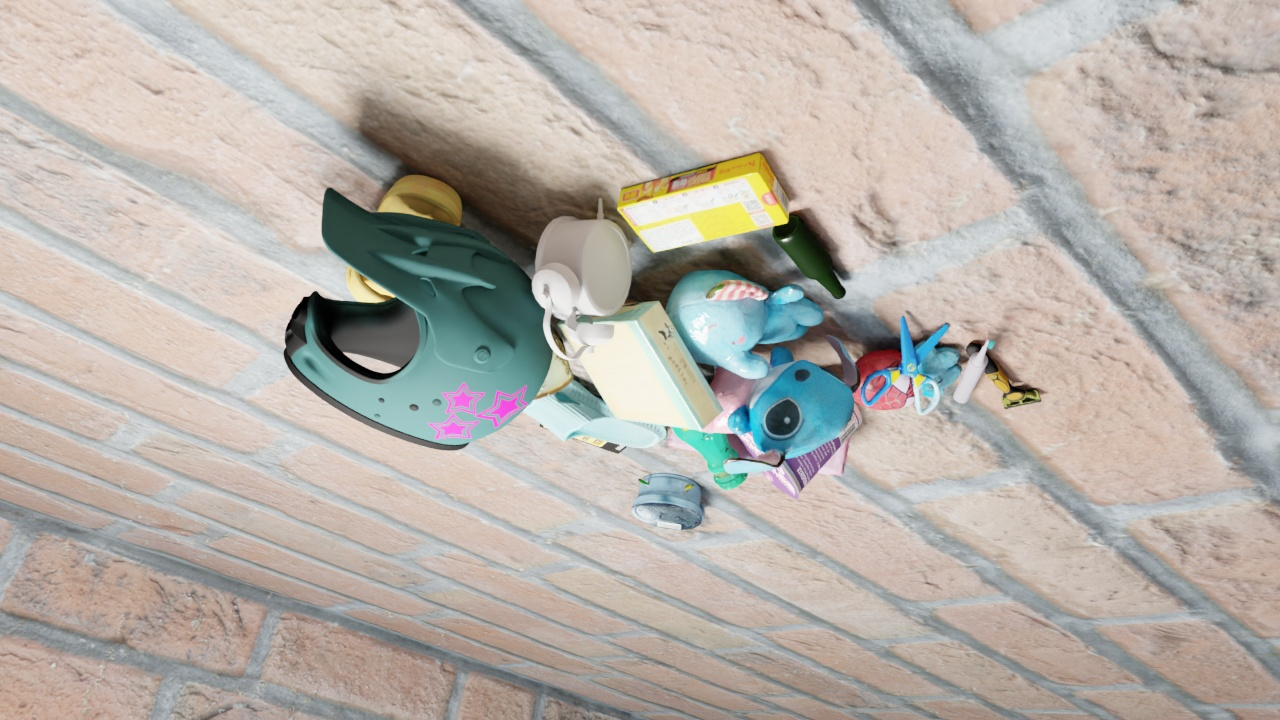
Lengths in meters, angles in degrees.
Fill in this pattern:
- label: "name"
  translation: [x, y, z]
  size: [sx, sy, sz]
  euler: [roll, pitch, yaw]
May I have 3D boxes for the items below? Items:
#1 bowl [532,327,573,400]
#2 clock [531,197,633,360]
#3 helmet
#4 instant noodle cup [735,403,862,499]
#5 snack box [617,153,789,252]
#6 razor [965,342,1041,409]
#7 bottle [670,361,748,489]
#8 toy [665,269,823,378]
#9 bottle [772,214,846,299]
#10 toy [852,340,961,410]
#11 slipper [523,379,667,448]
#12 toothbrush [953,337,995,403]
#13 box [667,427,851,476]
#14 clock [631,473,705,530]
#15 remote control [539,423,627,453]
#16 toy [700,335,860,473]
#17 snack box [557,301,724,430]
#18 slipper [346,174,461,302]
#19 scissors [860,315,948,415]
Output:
- label: "bowl"
  translation: [-0.163, -0.016, 1.092]
  size: [0.160, 0.159, 0.094]
  euler: [0, 108, 17]
- label: "clock"
  translation: [-0.062, -0.076, 0.919]
  size: [0.061, 0.159, 0.120]
  euler: [3, 151, 30]
- label: "helmet"
  translation: [-0.212, -0.042, 0.908]
  size: [0.274, 0.176, 0.201]
  euler: [26, 115, -27]
- label: "instant noodle cup"
  translation: [0.199, 0.086, 1.126]
  size: [0.122, 0.121, 0.137]
  euler: [47, 172, 28]
- label: "snack box"
  translation: [0.060, -0.149, 0.883]
  size: [0.153, 0.025, 0.075]
  euler: [-9, 145, 30]
- label: "razor"
  translation: [0.415, 0.018, 1.066]
  size: [0.044, 0.021, 0.144]
  euler: [-18, 138, 39]
- label: "bottle"
  translation: [0.069, 0.068, 1.131]
  size: [0.068, 0.067, 0.210]
  euler: [-15, 116, 37]
- label: "toy"
  translation: [0.110, -0.034, 0.995]
  size: [0.180, 0.114, 0.184]
  euler: [7, 156, -20]
- label: "bottle"
  translation: [0.175, -0.100, 0.925]
  size: [0.033, 0.033, 0.123]
  euler: [-13, 143, 34]
- label: "toy"
  translation: [0.304, 0.020, 1.064]
  size: [0.133, 0.062, 0.092]
  euler: [-13, 144, 17]
- label: "slipper"
  translation: [-0.088, 0.080, 1.282]
  size: [0.276, 0.069, 0.116]
  euler: [23, 151, -22]
- label: "toothbrush"
  translation: [0.375, 0.011, 1.029]
  size: [0.019, 0.018, 0.188]
  euler: [25, 166, 18]
- label: "box"
  translation: [0.156, 0.091, 1.236]
  size: [0.232, 0.106, 0.115]
  euler: [8, -176, 1]
- label: "clock"
  translation: [0.048, 0.242, 1.522]
  size: [0.118, 0.060, 0.162]
  euler: [6, 151, 8]
- label: "remote control"
  translation: [-0.081, 0.106, 1.375]
  size: [0.133, 0.013, 0.058]
  euler: [20, 149, -17]
- label: "toy"
  translation: [0.137, 0.052, 1.026]
  size: [0.192, 0.223, 0.099]
  euler: [14, 138, 41]
- label: "snack box"
  translation: [-0.006, 0.006, 1.027]
  size: [0.194, 0.044, 0.141]
  euler: [1, 126, 60]
- label: "slipper"
  translation: [-0.269, -0.103, 1.013]
  size: [0.099, 0.078, 0.264]
  euler: [22, 146, -19]
- label: "scissors"
  translation: [0.304, 0.012, 1.022]
  size: [0.123, 0.016, 0.125]
  euler: [35, 104, -21]
